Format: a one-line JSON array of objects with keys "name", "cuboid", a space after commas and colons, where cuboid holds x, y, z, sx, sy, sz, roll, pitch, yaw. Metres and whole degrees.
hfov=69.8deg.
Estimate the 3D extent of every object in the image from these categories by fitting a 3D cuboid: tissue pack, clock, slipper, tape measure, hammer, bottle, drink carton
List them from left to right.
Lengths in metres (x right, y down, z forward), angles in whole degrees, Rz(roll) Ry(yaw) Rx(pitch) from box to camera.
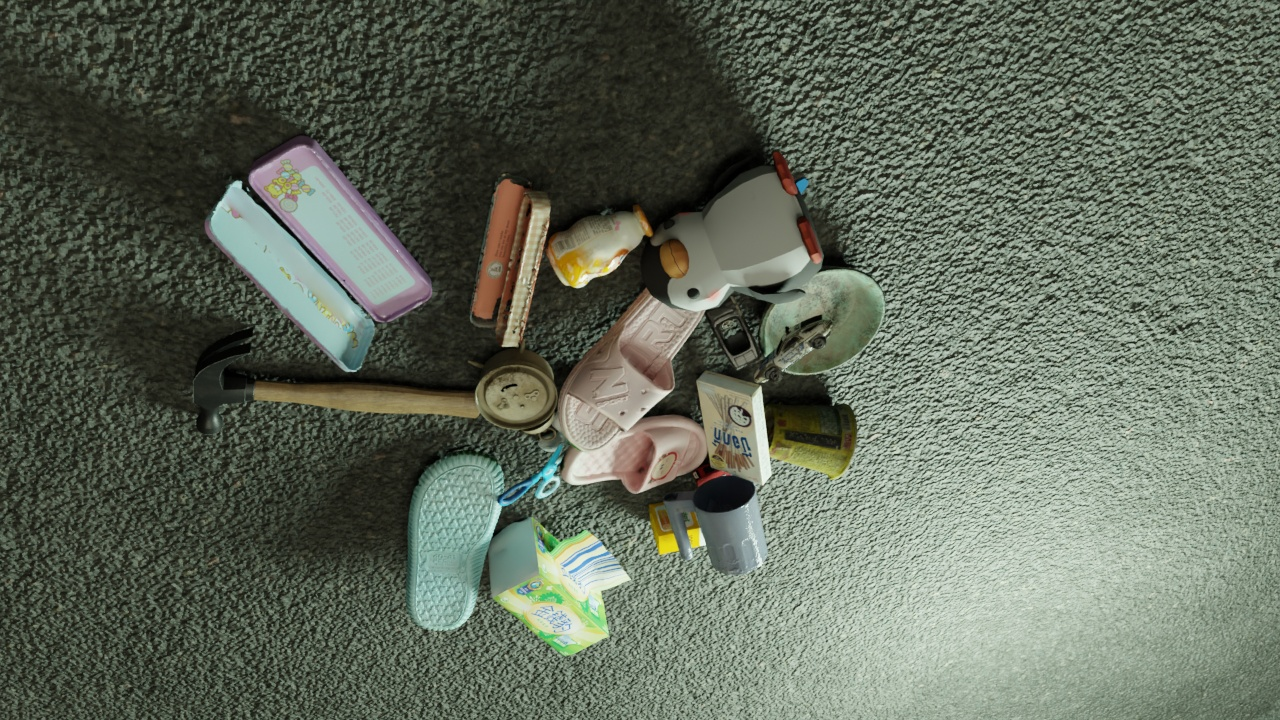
[{"name": "hammer", "cuboid": [-0.331, 0.036, 1.028, 0.305, 0.040, 0.133, 5, 131, -20]}, {"name": "slipper", "cuboid": [-0.246, 0.229, 1.189, 0.116, 0.069, 0.277, 7, 113, -16]}, {"name": "clock", "cuboid": [-0.136, 0.042, 1.072, 0.093, 0.054, 0.141, -21, 125, 10]}, {"name": "tissue pack", "cuboid": [-0.099, 0.300, 1.265, 0.141, 0.120, 0.198, -28, 137, 10]}, {"name": "bottle", "cuboid": [-0.042, -0.122, 0.956, 0.109, 0.063, 0.063, -27, 131, 6]}, {"name": "slipper", "cuboid": [-0.006, 0.006, 1.032, 0.094, 0.064, 0.239, 33, 97, -28]}, {"name": "slipper", "cuboid": [-0.001, 0.120, 1.152, 0.221, 0.055, 0.107, 0, 128, -37]}, {"name": "drink carton", "cuboid": [0.079, 0.224, 1.281, 0.122, 0.058, 0.040, -10, 131, -7]}, {"name": "tape measure", "cuboid": [0.099, 0.154, 1.240, 0.051, 0.019, 0.059, -28, 154, -1]}]

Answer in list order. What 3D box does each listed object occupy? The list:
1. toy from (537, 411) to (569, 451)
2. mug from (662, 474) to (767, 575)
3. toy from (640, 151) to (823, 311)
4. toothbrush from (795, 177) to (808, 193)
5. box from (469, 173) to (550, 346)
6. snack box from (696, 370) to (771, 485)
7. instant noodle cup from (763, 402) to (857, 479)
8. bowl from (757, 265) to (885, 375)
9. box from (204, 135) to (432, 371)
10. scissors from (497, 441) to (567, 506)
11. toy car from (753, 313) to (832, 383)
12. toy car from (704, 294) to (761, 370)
[{"name": "toy", "cuboid": [-0.075, 0.076, 1.128, 0.075, 0.037, 0.126, 8, 131, -26]}, {"name": "mug", "cuboid": [0.100, 0.218, 1.209, 0.124, 0.083, 0.104, -7, 116, 17]}, {"name": "toy", "cuboid": [0.092, -0.116, 0.968, 0.184, 0.159, 0.140, -22, 169, 17]}, {"name": "toothbrush", "cuboid": [0.128, -0.137, 1.021, 0.016, 0.014, 0.167, 27, 117, -32]}, {"name": "box", "cuboid": [-0.137, -0.098, 0.954, 0.076, 0.054, 0.187, 23, 125, 8]}, {"name": "snack box", "cuboid": [0.119, 0.086, 1.156, 0.026, 0.082, 0.150, -44, 137, -36]}, {"name": "instant noodle cup", "cuboid": [0.213, 0.099, 1.196, 0.108, 0.102, 0.102, 10, 126, -12]}, {"name": "bowl", "cuboid": [0.211, -0.054, 1.096, 0.157, 0.038, 0.158, -8, 131, -9]}, {"name": "box", "cuboid": [-0.312, -0.100, 0.899, 0.139, 0.062, 0.214, -50, 133, -18]}, {"name": "scissors", "cuboid": [-0.126, 0.140, 1.129, 0.113, 0.013, 0.141, -16, 152, -34]}, {"name": "toy car", "cuboid": [0.173, -0.015, 1.062, 0.113, 0.048, 0.040, -40, 96, 18]}, {"name": "toy car", "cuboid": [0.106, -0.035, 1.068, 0.040, 0.037, 0.092, -26, 98, 8]}]
